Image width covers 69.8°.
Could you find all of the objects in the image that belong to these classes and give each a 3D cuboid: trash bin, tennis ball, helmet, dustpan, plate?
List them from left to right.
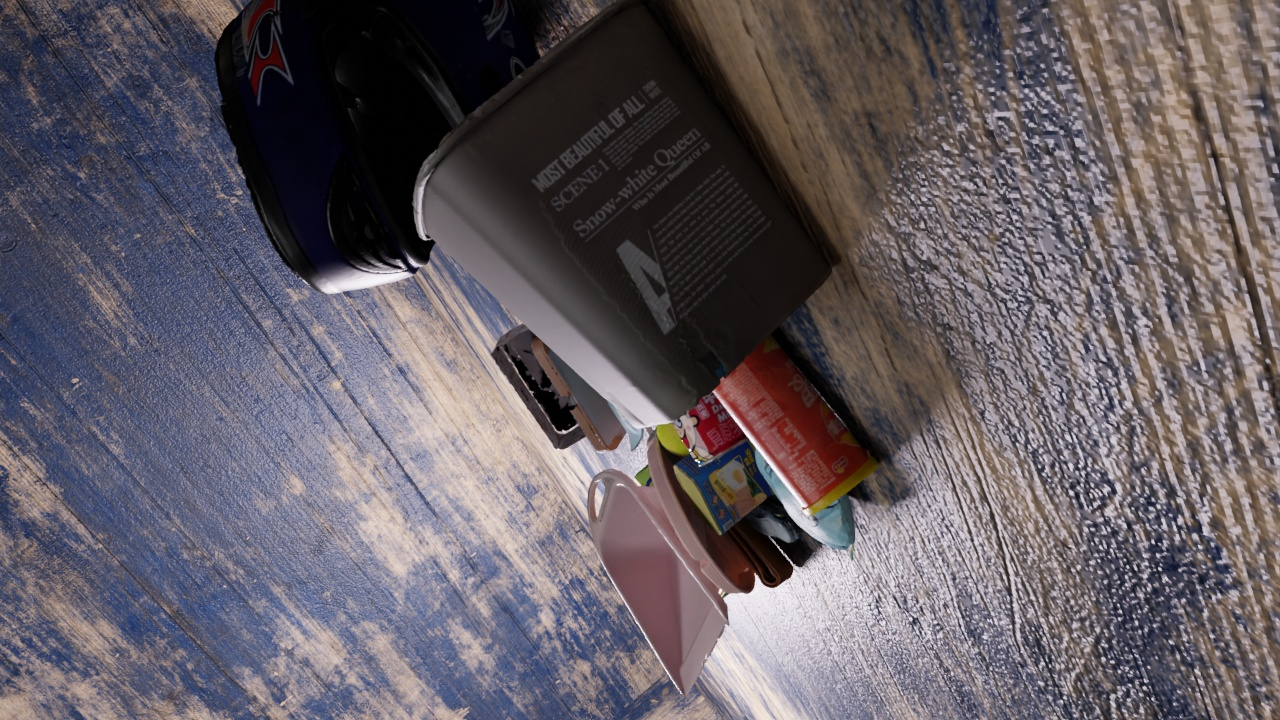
[{"bbox_3d":[-0.196,-0.214,0.765,0.247,0.240,0.315,70,177,-46],"label":"helmet"},{"bbox_3d":[-0.010,-0.085,0.630,0.220,0.198,0.199,48,167,-3],"label":"trash bin"},{"bbox_3d":[0.005,0.280,1.209,0.272,0.138,0.223,-97,16,-46],"label":"dustpan"},{"bbox_3d":[0.051,0.077,1.051,0.065,0.065,0.065,50,166,17],"label":"tennis ball"},{"bbox_3d":[0.071,0.180,1.113,0.229,0.028,0.229,54,-166,-21],"label":"plate"}]

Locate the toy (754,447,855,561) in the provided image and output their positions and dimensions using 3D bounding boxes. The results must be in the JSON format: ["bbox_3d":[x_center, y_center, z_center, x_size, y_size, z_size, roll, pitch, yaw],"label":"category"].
[{"bbox_3d":[0.153,0.123,0.859,0.156,0.049,0.161,53,169,23],"label":"toy"}]

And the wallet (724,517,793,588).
[{"bbox_3d":[0.140,0.225,1.112,0.108,0.031,0.131,51,-173,16],"label":"wallet"}]

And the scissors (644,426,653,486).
[{"bbox_3d":[0.034,0.142,1.261,0.165,0.157,0.012,38,-146,-13],"label":"scissors"}]

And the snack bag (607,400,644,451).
[{"bbox_3d":[-0.022,0.026,1.026,0.110,0.038,0.191,52,162,16],"label":"snack bag"}]

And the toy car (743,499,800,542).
[{"bbox_3d":[0.148,0.181,1.054,0.091,0.034,0.043,25,145,61],"label":"toy car"}]

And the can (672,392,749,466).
[{"bbox_3d":[0.064,0.053,0.935,0.094,0.066,0.067,60,167,5],"label":"can"}]

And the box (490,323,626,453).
[{"bbox_3d":[-0.091,0.029,1.215,0.183,0.155,0.187,57,-173,-14],"label":"box"}]

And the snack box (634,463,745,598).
[{"bbox_3d":[0.079,0.251,1.374,0.210,0.070,0.158,50,166,17],"label":"snack box"}]

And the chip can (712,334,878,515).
[{"bbox_3d":[0.097,0.022,0.750,0.216,0.073,0.073,51,166,8],"label":"chip can"}]

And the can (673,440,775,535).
[{"bbox_3d":[0.092,0.129,1.003,0.057,0.083,0.102,36,158,52],"label":"can"}]
